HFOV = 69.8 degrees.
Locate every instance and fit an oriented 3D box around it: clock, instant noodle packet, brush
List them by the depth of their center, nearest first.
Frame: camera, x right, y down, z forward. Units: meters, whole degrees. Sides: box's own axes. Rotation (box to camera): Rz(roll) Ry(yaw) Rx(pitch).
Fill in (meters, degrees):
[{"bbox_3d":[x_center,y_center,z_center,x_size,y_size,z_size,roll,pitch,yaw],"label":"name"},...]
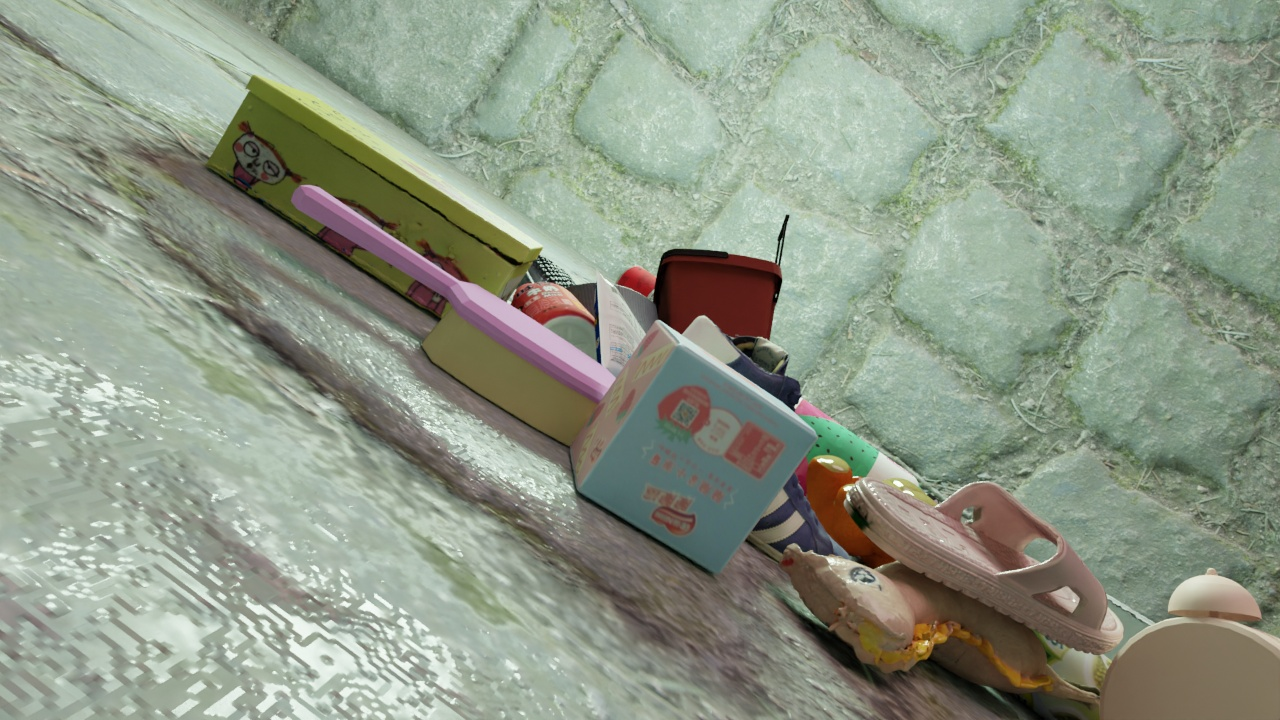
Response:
[{"bbox_3d":[-0.113,-0.025,0.556,0.228,0.043,0.089,33,6,-12],"label":"brush"},{"bbox_3d":[0.356,0.224,0.567,0.086,0.160,0.131,29,8,-35],"label":"clock"},{"bbox_3d":[-0.004,0.004,0.688,0.134,0.026,0.087,56,23,-49],"label":"instant noodle packet"}]

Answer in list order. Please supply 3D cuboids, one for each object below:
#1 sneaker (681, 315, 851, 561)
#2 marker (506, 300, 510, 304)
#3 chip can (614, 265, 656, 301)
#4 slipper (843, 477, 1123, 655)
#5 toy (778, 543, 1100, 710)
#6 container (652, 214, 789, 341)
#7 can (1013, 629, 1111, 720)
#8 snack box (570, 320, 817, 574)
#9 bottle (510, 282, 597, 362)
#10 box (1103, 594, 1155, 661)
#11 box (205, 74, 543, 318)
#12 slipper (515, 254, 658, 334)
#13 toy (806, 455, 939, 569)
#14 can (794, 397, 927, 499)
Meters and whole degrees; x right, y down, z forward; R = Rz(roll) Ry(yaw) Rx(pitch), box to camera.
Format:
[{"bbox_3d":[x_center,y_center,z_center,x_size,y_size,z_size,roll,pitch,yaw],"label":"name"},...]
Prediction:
[{"bbox_3d":[0.090,0.059,0.635,0.233,0.118,0.091,32,7,-20],"label":"sneaker"},{"bbox_3d":[-0.108,-0.040,0.841,0.017,0.017,0.146,38,8,32],"label":"marker"},{"bbox_3d":[0.060,-0.036,1.021,0.215,0.052,0.051,36,6,31],"label":"chip can"},{"bbox_3d":[0.243,0.124,0.619,0.239,0.064,0.094,26,16,-24],"label":"slipper"},{"bbox_3d":[0.200,0.175,0.586,0.196,0.065,0.264,32,5,27],"label":"toy"},{"bbox_3d":[0.076,-0.058,0.902,0.127,0.200,0.148,7,-27,0],"label":"container"},{"bbox_3d":[0.320,0.242,0.693,0.121,0.067,0.067,39,8,33],"label":"can"},{"bbox_3d":[0.025,0.045,0.507,0.093,0.095,0.079,33,6,-13],"label":"snack box"},{"bbox_3d":[-0.075,-0.031,0.736,0.062,0.062,0.137,32,6,-26],"label":"bottle"},{"bbox_3d":[0.394,0.283,0.728,0.211,0.130,0.105,32,16,38],"label":"box"},{"bbox_3d":[-0.187,-0.113,0.678,0.221,0.083,0.124,35,6,-3],"label":"box"},{"bbox_3d":[-0.037,-0.040,0.823,0.101,0.083,0.263,27,18,-46],"label":"slipper"},{"bbox_3d":[0.219,0.151,0.800,0.176,0.096,0.112,44,4,-24],"label":"toy"},{"bbox_3d":[0.195,0.114,0.914,0.166,0.088,0.088,35,6,9],"label":"can"}]
